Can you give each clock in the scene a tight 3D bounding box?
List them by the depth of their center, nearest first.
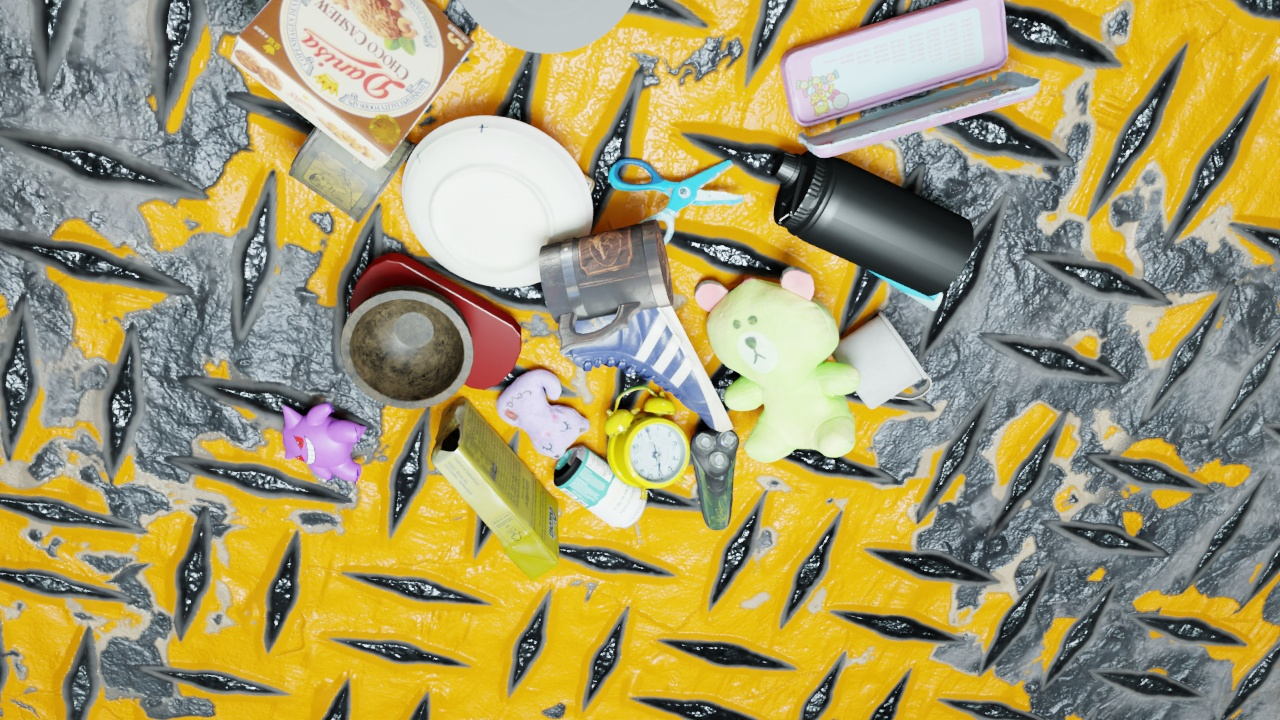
[{"bbox_3d":[0.005,0.086,0.989,0.083,0.057,0.119,-18,94,-19],"label":"clock"}]

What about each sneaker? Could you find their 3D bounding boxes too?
[{"bbox_3d":[-0.005,0.004,0.938,0.118,0.091,0.233,-28,114,2],"label":"sneaker"}]

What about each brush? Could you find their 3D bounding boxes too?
[{"bbox_3d":[-0.203,-0.041,0.924,0.173,0.041,0.082,30,109,-18],"label":"brush"}]

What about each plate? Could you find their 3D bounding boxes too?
[{"bbox_3d":[-0.083,-0.361,0.801,0.178,0.012,0.179,-2,115,-5],"label":"plate"},{"bbox_3d":[-0.137,-0.138,0.861,0.182,0.034,0.183,3,129,3],"label":"plate"}]

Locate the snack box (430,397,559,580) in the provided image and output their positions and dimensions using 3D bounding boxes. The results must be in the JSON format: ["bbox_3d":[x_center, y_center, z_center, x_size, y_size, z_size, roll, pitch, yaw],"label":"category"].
[{"bbox_3d":[-0.153,0.132,0.968,0.045,0.121,0.181,-33,113,9],"label":"snack box"}]

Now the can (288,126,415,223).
[{"bbox_3d":[-0.260,-0.182,0.824,0.074,0.089,0.090,36,107,-20],"label":"can"}]

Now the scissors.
[{"bbox_3d":[0.031,-0.170,0.891,0.139,0.013,0.118,-35,83,-10],"label":"scissors"}]

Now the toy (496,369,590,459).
[{"bbox_3d":[-0.101,0.057,0.984,0.099,0.036,0.080,40,106,-20],"label":"toy"}]

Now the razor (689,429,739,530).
[{"bbox_3d":[0.084,0.138,1.028,0.054,0.067,0.152,-4,124,1],"label":"razor"}]

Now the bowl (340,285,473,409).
[{"bbox_3d":[-0.219,-0.020,0.876,0.121,0.056,0.121,-2,115,-5],"label":"bowl"}]

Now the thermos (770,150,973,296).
[{"bbox_3d":[0.216,-0.139,0.897,0.198,0.086,0.086,21,111,-15],"label":"thermos"}]

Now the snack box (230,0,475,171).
[{"bbox_3d":[-0.237,-0.261,0.771,0.143,0.041,0.146,38,64,-21],"label":"snack box"}]

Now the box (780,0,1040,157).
[{"bbox_3d":[0.244,-0.262,0.839,0.214,0.091,0.090,-16,116,2],"label":"box"}]

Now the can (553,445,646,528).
[{"bbox_3d":[-0.045,0.141,1.019,0.101,0.055,0.055,39,106,-21],"label":"can"}]

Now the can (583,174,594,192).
[{"bbox_3d":[-0.087,-0.176,0.874,0.079,0.038,0.038,29,109,-18],"label":"can"}]

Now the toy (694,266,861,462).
[{"bbox_3d":[0.148,0.003,0.938,0.150,0.107,0.197,-10,89,35],"label":"toy"}]

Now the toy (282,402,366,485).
[{"bbox_3d":[-0.334,0.082,0.962,0.088,0.055,0.106,9,124,-6],"label":"toy"}]

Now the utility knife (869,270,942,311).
[{"bbox_3d":[0.247,-0.097,0.961,0.167,0.015,0.022,25,111,-14],"label":"utility knife"}]

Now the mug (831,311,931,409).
[{"bbox_3d":[0.259,0.010,0.976,0.071,0.084,0.113,-35,119,13],"label":"mug"}]

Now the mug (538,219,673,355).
[{"bbox_3d":[-0.029,-0.064,0.829,0.107,0.115,0.080,-10,148,9],"label":"mug"}]
